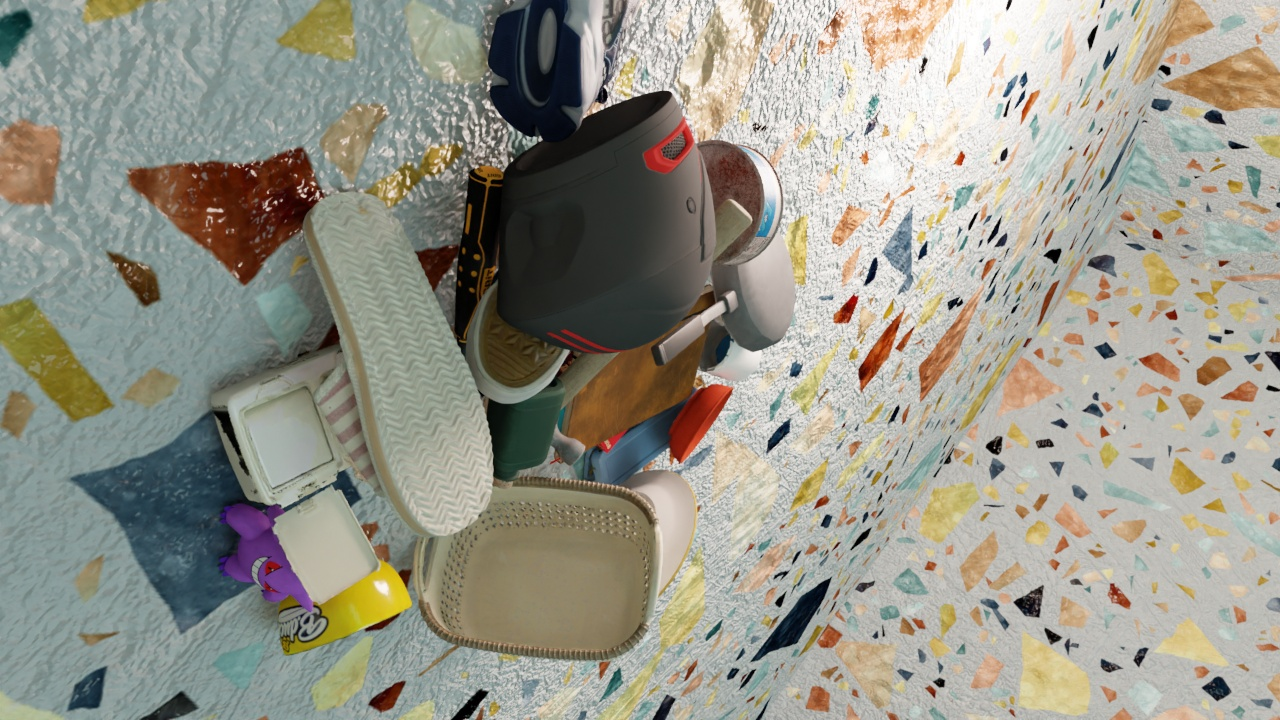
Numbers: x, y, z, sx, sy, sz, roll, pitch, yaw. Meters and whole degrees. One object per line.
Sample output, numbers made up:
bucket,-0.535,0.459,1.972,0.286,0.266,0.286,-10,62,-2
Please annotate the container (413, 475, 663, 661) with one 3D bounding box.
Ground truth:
container,-0.099,0.226,0.964,0.143,0.246,0.184,85,11,-61

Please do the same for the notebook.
notebook,-0.005,0.007,1.044,0.248,0.014,0.179,-24,137,-45

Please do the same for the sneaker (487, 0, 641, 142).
sneaker,-0.041,-0.312,0.706,0.132,0.103,0.270,-45,152,-51

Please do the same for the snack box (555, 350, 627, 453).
snack box,-0.029,0.018,1.073,0.132,0.036,0.152,-49,149,-15

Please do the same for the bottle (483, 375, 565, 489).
bottle,-0.123,0.070,0.901,0.061,0.061,0.131,-9,128,-40

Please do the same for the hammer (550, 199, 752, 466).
hammer,-0.016,-0.029,0.886,0.332,0.119,0.030,-44,-166,28

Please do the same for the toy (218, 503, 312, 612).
toy,-0.296,0.161,0.757,0.055,0.088,0.106,-27,139,-52

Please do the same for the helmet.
helmet,-0.022,-0.098,0.746,0.263,0.165,0.170,-53,127,-50

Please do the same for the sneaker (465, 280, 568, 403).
sneaker,-0.095,-0.046,0.835,0.079,0.087,0.234,-54,-172,48

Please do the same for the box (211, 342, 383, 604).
box,-0.226,0.074,0.717,0.145,0.185,0.096,-32,-176,-41

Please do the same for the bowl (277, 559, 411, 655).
bowl,-0.275,0.215,0.838,0.117,0.067,0.117,-19,175,-2

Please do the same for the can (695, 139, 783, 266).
can,0.084,-0.165,0.972,0.044,0.130,0.130,-8,124,-54

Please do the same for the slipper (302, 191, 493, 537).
slipper,-0.189,0.005,0.684,0.114,0.052,0.263,-20,92,-53

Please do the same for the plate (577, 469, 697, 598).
plate,-0.030,0.223,1.107,0.021,0.230,0.229,45,77,-29

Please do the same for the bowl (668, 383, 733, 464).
bowl,0.073,0.075,1.196,0.121,0.035,0.122,-52,169,-15

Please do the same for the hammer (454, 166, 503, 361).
hammer,-0.162,-0.022,0.837,0.123,0.036,0.321,-28,140,-50

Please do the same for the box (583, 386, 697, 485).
box,0.002,0.095,1.214,0.209,0.049,0.066,-33,123,-40

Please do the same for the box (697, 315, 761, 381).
box,0.101,-0.035,1.183,0.112,0.084,0.162,-56,151,13

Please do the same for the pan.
pan,0.104,-0.068,1.051,0.356,0.041,0.179,-38,115,-54
